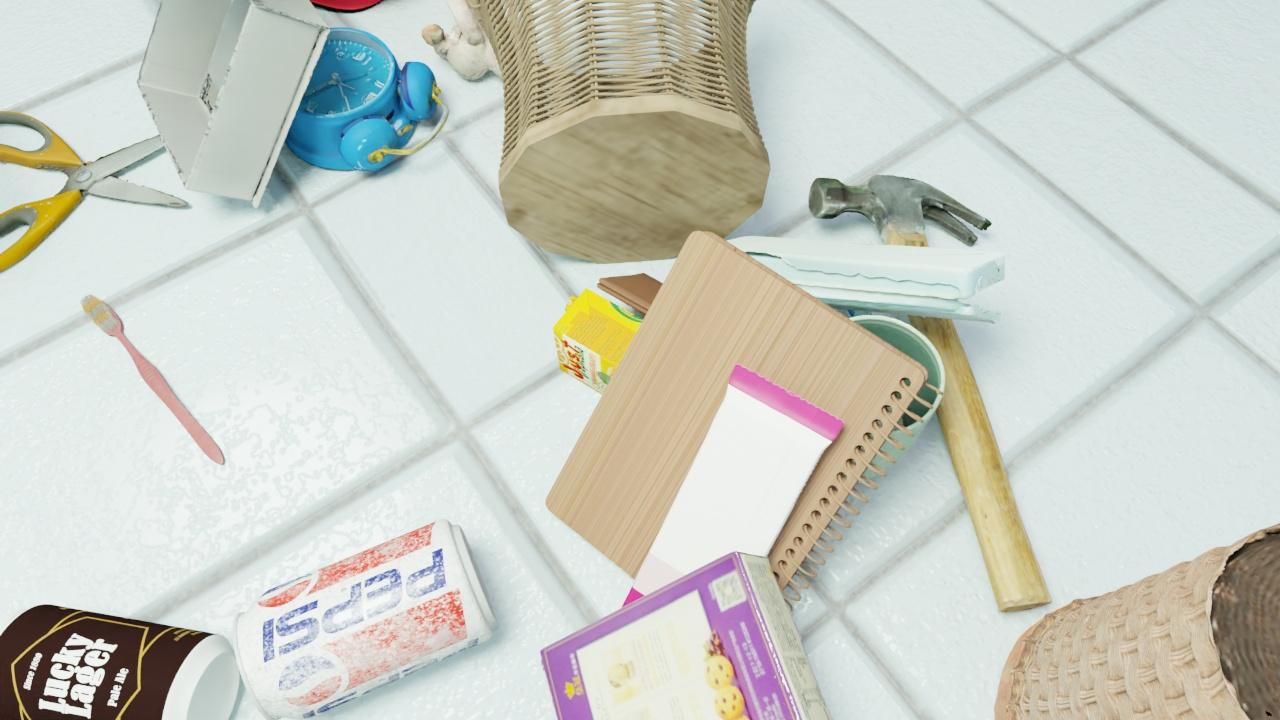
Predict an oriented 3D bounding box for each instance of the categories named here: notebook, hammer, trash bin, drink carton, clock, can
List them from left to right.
[{"bbox_3d":[-0.308,0.186,0.534,0.128,0.072,0.071,8,61,6],"label":"can"},{"bbox_3d":[-0.234,-0.215,0.765,0.161,0.060,0.116,24,64,12],"label":"clock"},{"bbox_3d":[-0.161,0.154,0.546,0.136,0.078,0.078,-21,62,-11],"label":"can"},{"bbox_3d":[-0.004,0.004,0.639,0.122,0.058,0.041,31,65,17],"label":"drink carton"},{"bbox_3d":[0.052,0.054,0.553,0.169,0.022,0.211,35,110,18],"label":"notebook"},{"bbox_3d":[0.216,0.007,0.639,0.132,0.033,0.330,-1,62,-15],"label":"hammer"},{"bbox_3d":[0.283,0.171,0.454,0.151,0.210,0.151,-1,60,1],"label":"trash bin"}]

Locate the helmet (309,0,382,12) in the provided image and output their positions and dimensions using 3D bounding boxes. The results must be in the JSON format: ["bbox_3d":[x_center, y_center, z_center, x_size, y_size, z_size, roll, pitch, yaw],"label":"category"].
[{"bbox_3d":[-0.299,-0.454,0.809,0.271,0.225,0.197,27,64,14],"label":"helmet"}]

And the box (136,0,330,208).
[{"bbox_3d":[-0.325,-0.309,0.612,0.149,0.414,0.167,-27,57,-18],"label":"box"}]

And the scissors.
[{"bbox_3d":[-0.484,-0.154,0.760,0.224,0.016,0.226,-37,67,-19],"label":"scissors"}]

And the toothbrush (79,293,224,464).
[{"bbox_3d":[-0.354,0.013,0.666,0.015,0.016,0.184,-43,70,-14],"label":"toothbrush"}]

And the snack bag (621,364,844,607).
[{"bbox_3d":[0.044,0.103,0.540,0.070,0.016,0.197,29,107,15],"label":"snack bag"}]

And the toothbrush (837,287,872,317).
[{"bbox_3d":[0.163,-0.036,0.683,0.022,0.017,0.135,-15,62,-7],"label":"toothbrush"}]

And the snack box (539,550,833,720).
[{"bbox_3d":[0.027,0.199,0.498,0.148,0.040,0.143,-32,59,22],"label":"snack box"}]

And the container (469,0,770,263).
[{"bbox_3d":[-0.012,-0.203,0.671,0.227,0.227,0.196,-4,67,-2],"label":"container"}]

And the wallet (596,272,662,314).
[{"bbox_3d":[0.036,-0.031,0.654,0.121,0.087,0.013,30,108,17],"label":"wallet"}]

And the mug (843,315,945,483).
[{"bbox_3d":[0.130,0.024,0.599,0.111,0.104,0.084,35,67,18],"label":"mug"}]

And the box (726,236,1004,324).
[{"bbox_3d":[0.133,-0.056,0.611,0.199,0.085,0.070,10,80,38],"label":"box"}]

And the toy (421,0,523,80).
[{"bbox_3d":[-0.136,-0.280,0.793,0.106,0.085,0.074,35,88,8],"label":"toy"}]
